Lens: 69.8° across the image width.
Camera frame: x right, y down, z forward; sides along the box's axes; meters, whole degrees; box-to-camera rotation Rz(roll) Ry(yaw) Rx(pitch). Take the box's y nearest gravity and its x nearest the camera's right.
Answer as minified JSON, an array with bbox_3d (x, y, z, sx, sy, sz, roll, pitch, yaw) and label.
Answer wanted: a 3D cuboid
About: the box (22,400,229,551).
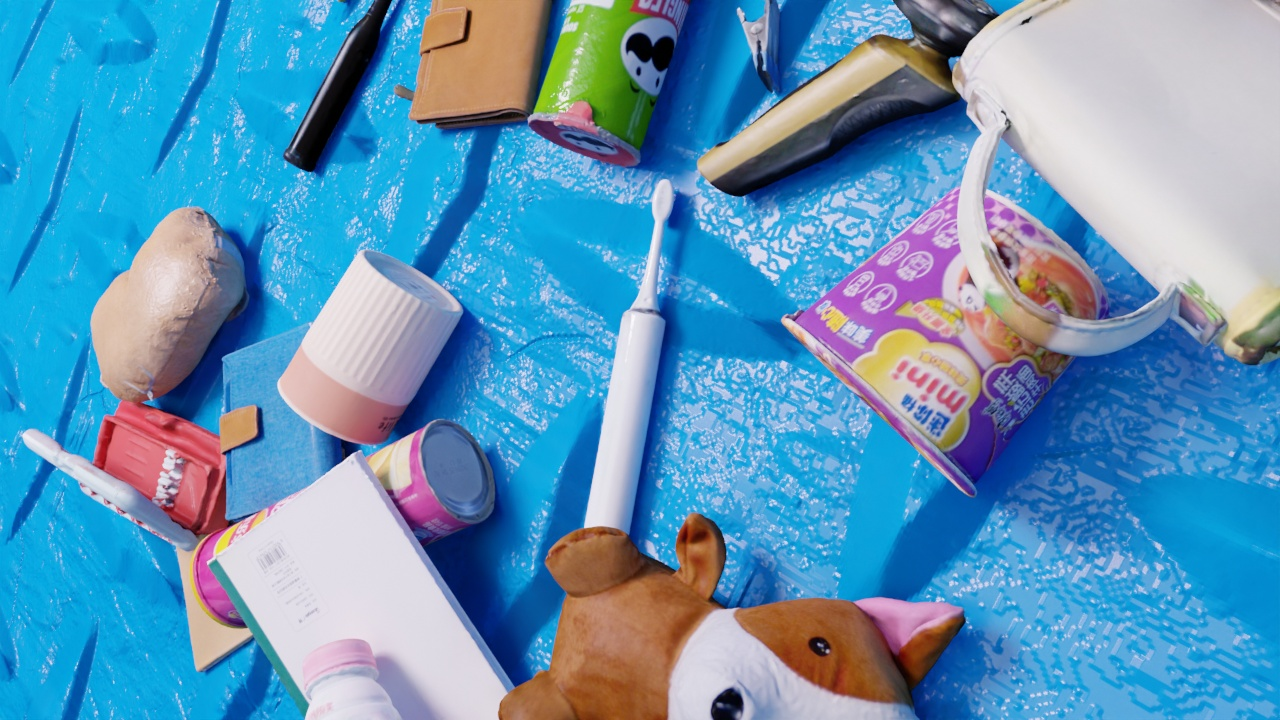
[{"bbox_3d":[-0.414,0.085,0.733,0.202,0.099,0.095,13,85,37],"label":"box"}]

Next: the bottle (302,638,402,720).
[{"bbox_3d":[-0.143,0.245,0.483,0.068,0.068,0.196,-42,53,19],"label":"bottle"}]

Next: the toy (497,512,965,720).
[{"bbox_3d":[0.037,0.147,0.425,0.200,0.130,0.140,13,82,25],"label":"toy"}]

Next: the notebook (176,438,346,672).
[{"bbox_3d":[-0.292,0.130,0.707,0.208,0.008,0.147,-34,64,23],"label":"notebook"}]

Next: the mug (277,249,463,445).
[{"bbox_3d":[-0.184,-0.015,0.629,0.106,0.081,0.114,-56,28,9],"label":"mug"}]

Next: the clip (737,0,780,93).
[{"bbox_3d":[0.068,-0.180,0.521,0.028,0.024,0.056,-16,69,26],"label":"clip"}]

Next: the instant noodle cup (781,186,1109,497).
[{"bbox_3d":[0.135,-0.014,0.398,0.099,0.111,0.111,-47,59,8],"label":"instant noodle cup"}]

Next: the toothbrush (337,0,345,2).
[{"bbox_3d":[-0.221,-0.388,0.759,0.018,0.016,0.191,20,93,43],"label":"toothbrush"}]

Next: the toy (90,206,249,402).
[{"bbox_3d":[-0.422,-0.028,0.785,0.226,0.082,0.143,-38,47,24],"label":"toy"}]

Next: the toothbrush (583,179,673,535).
[{"bbox_3d":[-0.003,0.003,0.529,0.027,0.026,0.221,10,85,-4],"label":"toothbrush"}]

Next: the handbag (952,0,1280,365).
[{"bbox_3d":[0.187,-0.068,0.347,0.178,0.063,0.163,-24,61,-14],"label":"handbag"}]

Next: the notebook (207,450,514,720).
[{"bbox_3d":[-0.165,0.178,0.559,0.151,0.012,0.209,-34,89,23],"label":"notebook"}]

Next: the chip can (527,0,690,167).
[{"bbox_3d":[0.003,-0.240,0.546,0.072,0.072,0.236,19,91,35],"label":"chip can"}]

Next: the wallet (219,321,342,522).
[{"bbox_3d":[-0.266,0.046,0.680,0.107,0.040,0.133,-17,71,25],"label":"wallet"}]

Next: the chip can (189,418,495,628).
[{"bbox_3d":[-0.197,0.110,0.601,0.211,0.071,0.071,-26,67,22],"label":"chip can"}]

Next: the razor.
[{"bbox_3d":[0.101,-0.137,0.475,0.168,0.062,0.067,-27,99,32],"label":"razor"}]

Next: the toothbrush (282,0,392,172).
[{"bbox_3d":[-0.222,-0.247,0.725,0.213,0.026,0.027,-57,44,10],"label":"toothbrush"}]

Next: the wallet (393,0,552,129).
[{"bbox_3d":[-0.114,-0.230,0.650,0.119,0.035,0.130,4,82,28],"label":"wallet"}]
